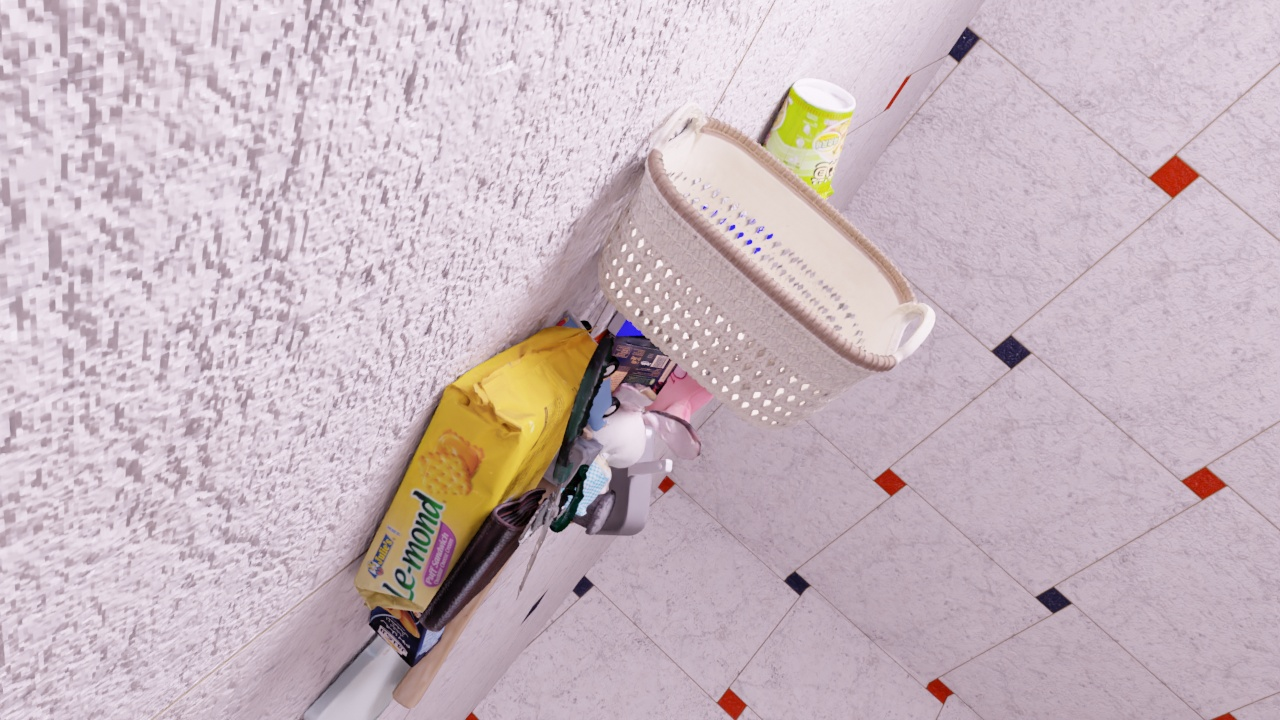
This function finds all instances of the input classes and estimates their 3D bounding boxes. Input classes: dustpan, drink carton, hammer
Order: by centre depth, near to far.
[{"bbox_3d":[-0.205,0.223,0.823,0.040,0.064,0.130,-40,165,-38],"label":"drink carton"},{"bbox_3d":[-0.145,0.202,0.907,0.323,0.051,0.117,-56,177,2],"label":"hammer"},{"bbox_3d":[-0.038,0.071,1.131,0.052,0.098,0.329,-36,152,-62],"label":"hammer"},{"bbox_3d":[-0.012,0.144,1.187,0.258,0.033,0.163,-19,-116,62],"label":"dustpan"}]

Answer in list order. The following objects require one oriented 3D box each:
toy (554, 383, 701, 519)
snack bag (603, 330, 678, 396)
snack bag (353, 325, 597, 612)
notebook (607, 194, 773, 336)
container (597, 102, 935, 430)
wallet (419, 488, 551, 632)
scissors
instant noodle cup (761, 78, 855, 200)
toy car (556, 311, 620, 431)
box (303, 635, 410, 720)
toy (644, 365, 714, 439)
[{"bbox_3d":[-0.044,0.107,1.028,0.205,0.131,0.105,-44,-155,9],"label":"toy"},{"bbox_3d":[-0.006,0.006,1.026,0.155,0.018,0.075,11,115,-56],"label":"snack bag"},{"bbox_3d":[-0.122,0.086,0.719,0.248,0.068,0.159,-58,169,28],"label":"snack bag"},{"bbox_3d":[0.069,-0.099,1.000,0.172,0.022,0.208,-55,156,21],"label":"notebook"},{"bbox_3d":[0.088,-0.066,0.719,0.143,0.246,0.184,-49,179,36],"label":"container"},{"bbox_3d":[-0.111,0.147,0.695,0.099,0.031,0.120,-53,174,8],"label":"wallet"},{"bbox_3d":[-0.051,0.073,0.694,0.201,0.015,0.204,-44,153,-78],"label":"scissors"},{"bbox_3d":[0.182,-0.244,1.004,0.098,0.099,0.108,-45,159,-47],"label":"instant noodle cup"},{"bbox_3d":[-0.054,0.017,0.824,0.054,0.056,0.154,-32,158,-15],"label":"toy car"},{"bbox_3d":[-0.258,0.302,0.953,0.197,0.075,0.126,-47,-170,-23],"label":"box"},{"bbox_3d":[0.065,0.017,1.211,0.237,0.096,0.191,-17,-120,54],"label":"toy"}]
